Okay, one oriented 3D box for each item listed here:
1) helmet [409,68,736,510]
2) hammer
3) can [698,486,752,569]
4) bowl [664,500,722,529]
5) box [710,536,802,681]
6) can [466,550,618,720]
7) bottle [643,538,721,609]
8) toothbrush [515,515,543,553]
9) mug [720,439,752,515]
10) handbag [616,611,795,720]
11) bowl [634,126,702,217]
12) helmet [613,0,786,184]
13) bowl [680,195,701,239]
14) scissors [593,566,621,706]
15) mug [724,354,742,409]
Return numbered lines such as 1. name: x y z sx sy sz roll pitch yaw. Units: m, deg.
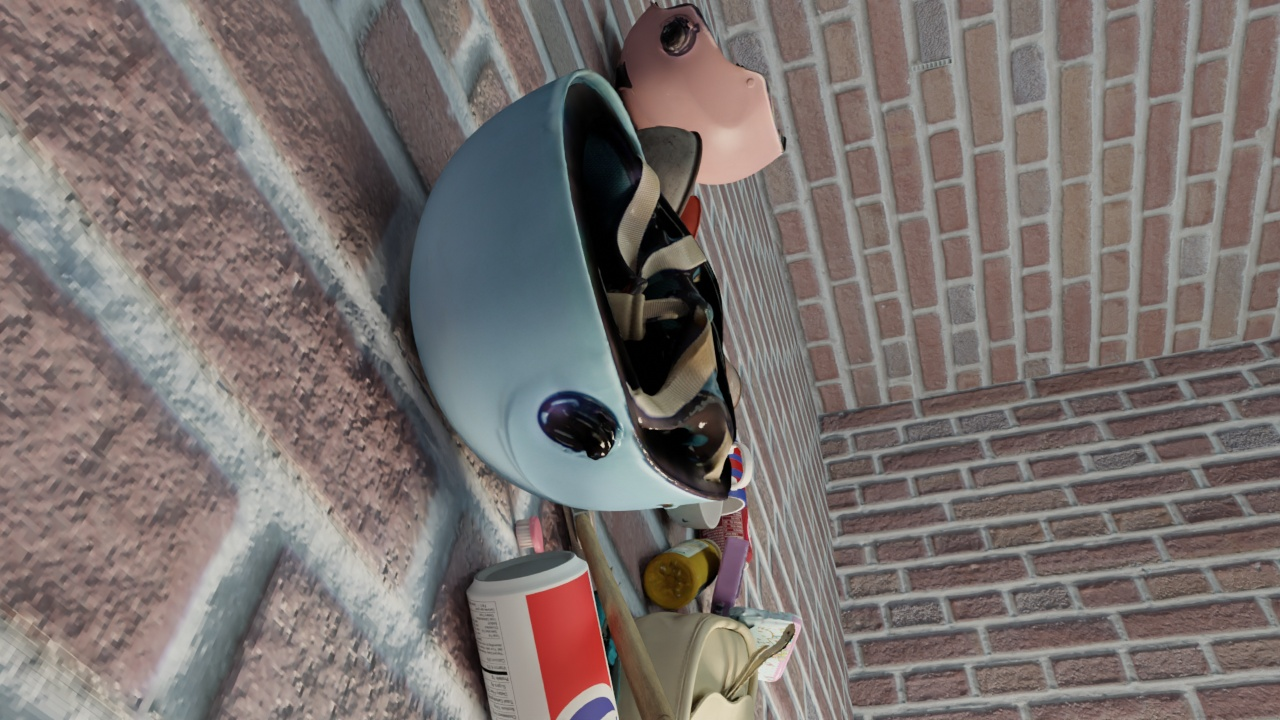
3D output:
1. helmet: -0.041 -0.025 0.526 0.225 0.167 0.266 -90 164 -44
2. hammer: -0.012 0.146 0.546 0.331 0.030 0.119 -139 -141 -71
3. can: 0.103 0.201 1.138 0.063 0.063 0.114 57 26 -56
4. bowl: 0.052 0.131 0.997 0.104 0.054 0.105 -6 90 -71
5. box: 0.123 0.273 0.979 0.214 0.092 0.089 87 19 -57
6. can: -0.053 0.181 0.523 0.070 0.070 0.132 -15 93 -76
7. bottle: 0.050 0.214 0.944 0.186 0.053 0.053 17 63 -75
8. toothbrush: -0.065 0.170 0.605 0.021 0.016 0.135 -5 87 -75
9. mug: 0.094 0.130 1.079 0.075 0.112 0.076 12 58 -27
10. handbag: 0.062 0.300 0.791 0.229 0.132 0.183 58 31 -50
11. bowl: -0.002 -0.179 0.934 0.067 0.145 0.144 22 43 -19
12. helmet: 0.062 -0.327 1.166 0.255 0.153 0.230 50 8 9
13. bowl: 0.019 -0.127 0.981 0.035 0.122 0.121 22 43 -19
14. scissors: -0.030 0.215 0.696 0.120 0.019 0.150 51 26 -56
15. mug: 0.070 0.033 1.065 0.123 0.096 0.110 60 11 27
